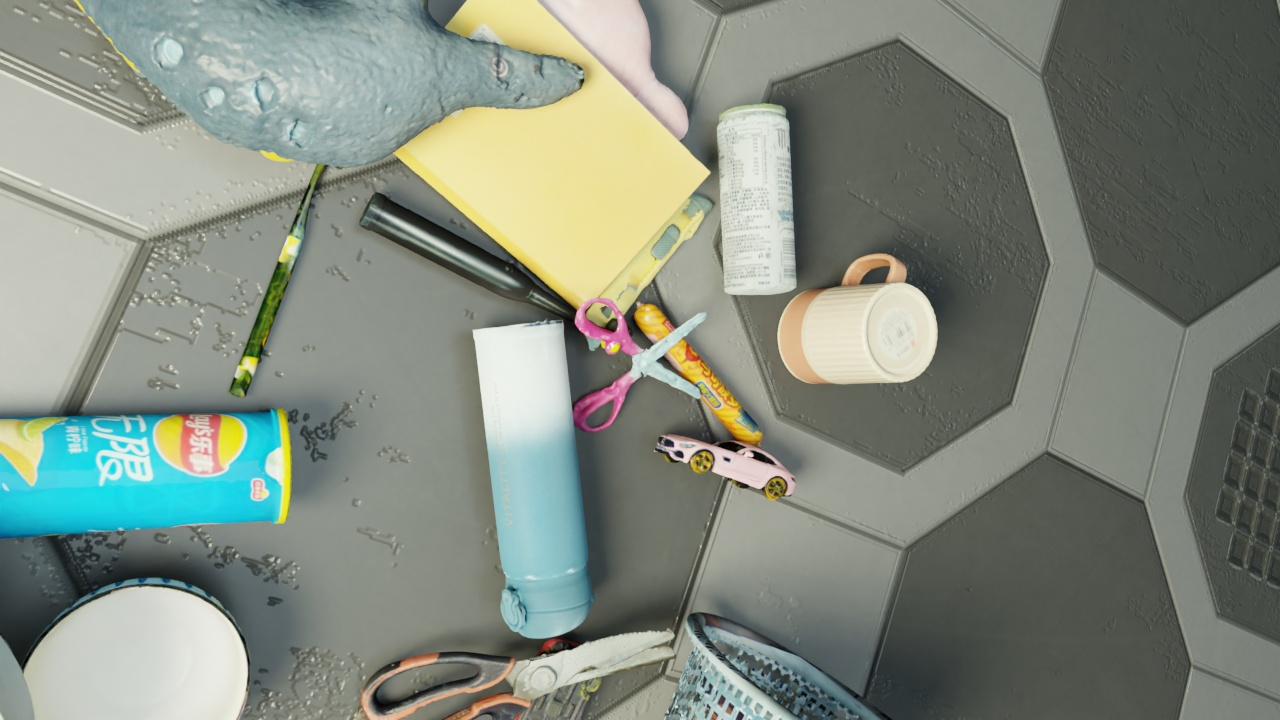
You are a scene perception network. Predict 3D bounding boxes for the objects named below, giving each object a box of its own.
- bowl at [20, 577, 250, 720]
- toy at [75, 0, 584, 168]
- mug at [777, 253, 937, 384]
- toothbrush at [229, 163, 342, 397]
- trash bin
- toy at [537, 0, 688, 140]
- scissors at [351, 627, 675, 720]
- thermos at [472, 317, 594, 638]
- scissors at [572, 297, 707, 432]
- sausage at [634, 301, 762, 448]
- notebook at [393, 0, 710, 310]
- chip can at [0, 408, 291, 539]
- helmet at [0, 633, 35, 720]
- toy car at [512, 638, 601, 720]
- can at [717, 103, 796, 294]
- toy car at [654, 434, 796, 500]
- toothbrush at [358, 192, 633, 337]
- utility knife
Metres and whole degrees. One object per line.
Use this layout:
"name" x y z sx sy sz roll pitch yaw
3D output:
"bowl" -0.292 0.182 0.536 0.116 0.066 0.116 0 90 -26
"toy" -0.209 -0.192 0.563 0.356 0.091 0.137 12 79 -17
"mug" 0.183 -0.035 0.757 0.081 0.106 0.114 29 77 -24
"toothbrush" -0.228 -0.064 0.601 0.017 0.012 0.185 24 79 -36
"trash bin" 0.082 0.326 0.660 0.226 0.227 0.195 32 88 -23
"toy" -0.036 -0.213 0.675 0.121 0.054 0.159 -38 105 -13
"scissors" -0.081 0.235 0.635 0.206 0.015 0.193 25 93 -11
"thermos" -0.075 0.082 0.648 0.070 0.070 0.220 -7 93 -27
"scissors" -0.005 0.005 0.693 0.133 0.017 0.136 31 97 -31
"sausage" 0.048 0.014 0.735 0.165 0.021 0.021 48 70 -19
"notebook" -0.069 -0.150 0.653 0.206 0.010 0.146 40 96 -21
"chip can" -0.314 0.065 0.522 0.210 0.071 0.071 0 90 -27
"helmet" -0.409 0.182 0.426 0.258 0.146 0.229 7 92 -16
"toy car" -0.069 0.256 0.669 0.049 0.031 0.106 26 83 -23
"can" 0.093 -0.127 0.739 0.058 0.058 0.146 -3 91 -27
"toy car" 0.069 0.080 0.727 0.122 0.056 0.037 21 84 -25
"toothbrush" -0.096 -0.059 0.656 0.212 0.026 0.027 26 110 -23
"utility knife" 0.004 -0.074 0.720 0.031 0.018 0.162 42 77 -16
